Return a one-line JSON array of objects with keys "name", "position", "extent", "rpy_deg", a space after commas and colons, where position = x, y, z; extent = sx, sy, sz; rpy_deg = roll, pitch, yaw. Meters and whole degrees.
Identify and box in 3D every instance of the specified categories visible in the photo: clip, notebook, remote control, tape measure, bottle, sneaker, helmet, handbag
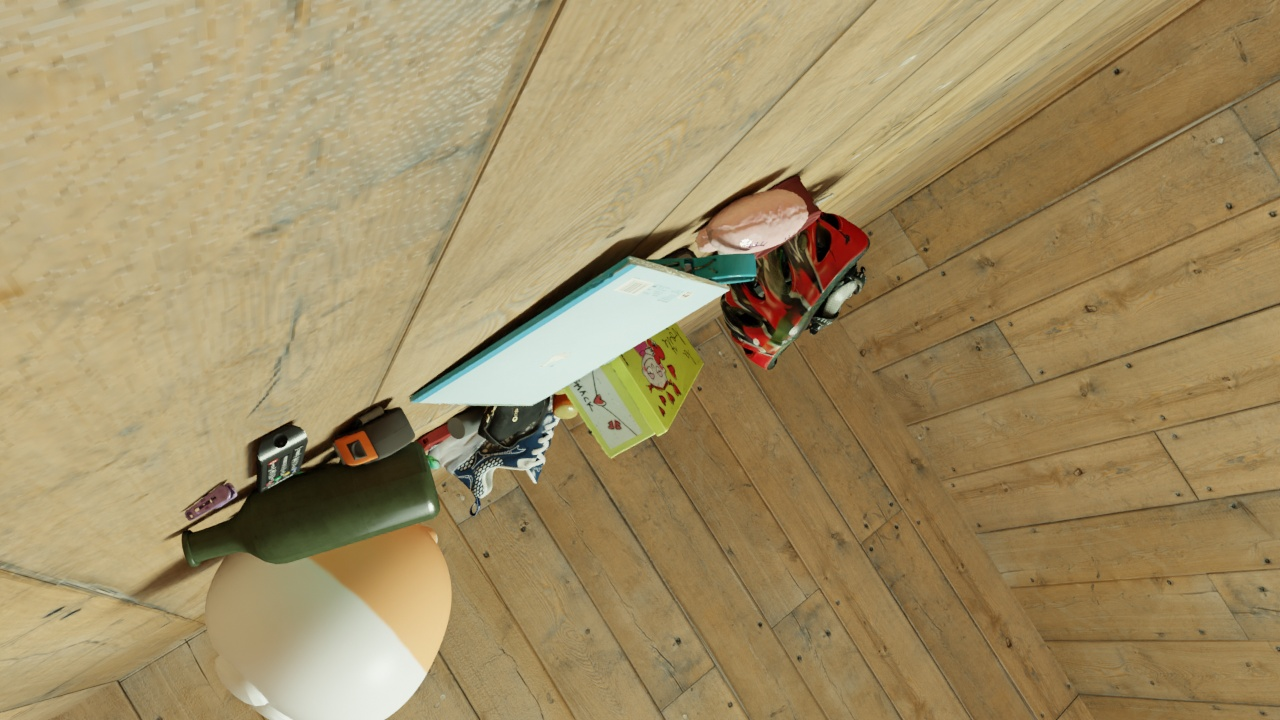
[{"name": "clip", "position": [0.047, -0.081, 0.858], "extent": [0.120, 0.027, 0.103], "rpy_deg": [-5, 180, 3]}, {"name": "notebook", "position": [-0.061, -0.016, 0.831], "extent": [0.254, 0.009, 0.180], "rpy_deg": [-30, 163, 25]}, {"name": "remote control", "position": [-0.264, 0.073, 0.667], "extent": [0.033, 0.015, 0.147], "rpy_deg": [-31, 178, -28]}, {"name": "tape measure", "position": [-0.221, 0.060, 0.762], "extent": [0.058, 0.038, 0.059], "rpy_deg": [-31, -169, -28]}, {"name": "bottle", "position": [-0.281, 0.131, 0.789], "extent": [0.206, 0.071, 0.071], "rpy_deg": [-16, 174, -12]}, {"name": "tape measure", "position": [-0.271, 0.104, 1.215], "extent": [0.058, 0.019, 0.052], "rpy_deg": [-30, 177, -43]}, {"name": "sneaker", "position": [-0.170, 0.112, 1.347], "extent": [0.269, 0.132, 0.103], "rpy_deg": [-33, 176, 2]}, {"name": "helmet", "position": [0.200, -0.100, 1.217], "extent": [0.218, 0.167, 0.271], "rpy_deg": [-55, 177, 26]}, {"name": "bottle", "position": [-0.210, 0.073, 1.232], "extent": [0.030, 0.030, 0.112], "rpy_deg": [-34, 177, 34]}, {"name": "clip", "position": [-0.320, 0.106, 0.681], "extent": [0.045, 0.014, 0.051], "rpy_deg": [-28, 179, -27]}, {"name": "handbag", "position": [-0.161, 0.059, 1.207], "extent": [0.128, 0.054, 0.079], "rpy_deg": [-31, 147, -56]}]

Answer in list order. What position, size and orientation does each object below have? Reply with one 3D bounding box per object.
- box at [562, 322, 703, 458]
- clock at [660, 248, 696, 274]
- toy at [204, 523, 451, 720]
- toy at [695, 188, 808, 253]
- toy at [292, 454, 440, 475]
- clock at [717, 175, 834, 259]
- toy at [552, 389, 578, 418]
[{"name": "box", "position": [-0.006, 0.006, 1.037], "extent": [0.080, 0.124, 0.220], "rpy_deg": [-30, -173, 24]}, {"name": "clock", "position": [0.022, -0.077, 0.975], "extent": [0.122, 0.044, 0.091], "rpy_deg": [-31, 178, -33]}, {"name": "toy", "position": [-0.349, 0.277, 1.059], "extent": [0.280, 0.266, 0.263], "rpy_deg": [-51, 154, -27]}, {"name": "toy", "position": [0.101, -0.128, 0.876], "extent": [0.108, 0.053, 0.105], "rpy_deg": [-22, -174, -24]}, {"name": "toy", "position": [-0.288, 0.125, 0.886], "extent": [0.193, 0.072, 0.130], "rpy_deg": [-23, 178, 1]}, {"name": "clock", "position": [0.136, -0.146, 0.977], "extent": [0.096, 0.048, 0.138], "rpy_deg": [-31, 176, -30]}, {"name": "toy", "position": [-0.051, 0.008, 1.251], "extent": [0.175, 0.096, 0.112], "rpy_deg": [-37, 147, -19]}]
